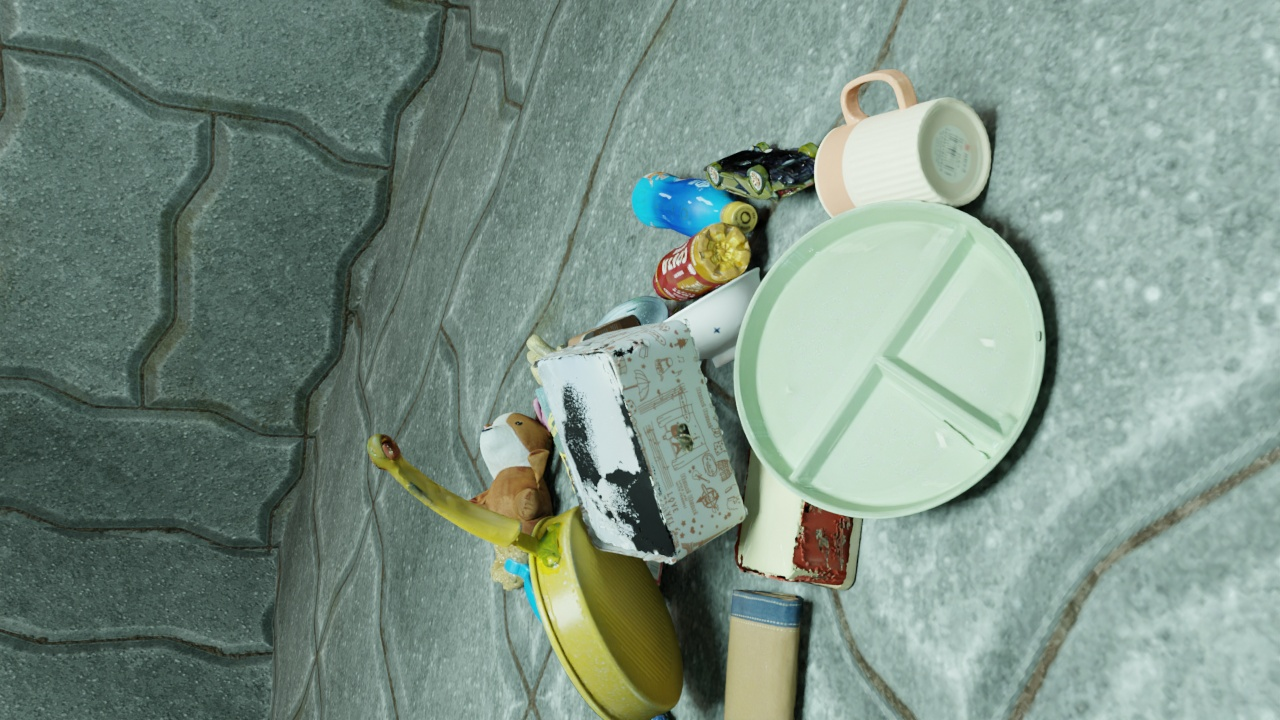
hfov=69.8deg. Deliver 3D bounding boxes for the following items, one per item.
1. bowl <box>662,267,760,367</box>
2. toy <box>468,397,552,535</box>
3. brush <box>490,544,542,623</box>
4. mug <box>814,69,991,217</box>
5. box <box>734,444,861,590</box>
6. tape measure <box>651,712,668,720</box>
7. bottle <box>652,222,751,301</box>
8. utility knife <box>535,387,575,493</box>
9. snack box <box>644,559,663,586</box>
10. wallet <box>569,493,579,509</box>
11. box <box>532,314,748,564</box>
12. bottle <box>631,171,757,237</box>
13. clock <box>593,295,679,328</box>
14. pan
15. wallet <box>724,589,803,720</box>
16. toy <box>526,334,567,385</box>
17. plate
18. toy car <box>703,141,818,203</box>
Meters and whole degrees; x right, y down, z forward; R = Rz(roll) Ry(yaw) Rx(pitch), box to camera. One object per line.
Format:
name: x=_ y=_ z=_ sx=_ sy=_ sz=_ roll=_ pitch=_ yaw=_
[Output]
bowl: x=0.077 y=-0.032 z=0.880 sx=0.064 sy=0.118 sz=0.119 roll=60 pitch=145 yaw=0
toy: x=-0.177 y=0.145 z=1.251 sx=0.140 sy=0.130 sz=0.199 roll=-19 pitch=44 yaw=21
brush: x=-0.151 y=0.287 z=1.198 sx=0.255 sy=0.046 sz=0.083 roll=21 pitch=93 yaw=69
mug: x=0.193 y=-0.163 z=0.695 sx=0.106 sy=0.081 sz=0.114 roll=0 pitch=112 yaw=61
box: x=0.125 y=0.091 z=0.732 sx=0.091 sy=0.076 sz=0.168 roll=-9 pitch=71 yaw=62
tape measure: x=0.009 y=0.356 z=0.888 sx=0.058 sy=0.025 sz=0.054 roll=-159 pitch=82 yaw=-67
bottle: x=0.056 y=-0.096 z=0.957 sx=0.175 sy=0.057 sz=0.057 roll=160 pitch=121 yaw=-73
utility knife: x=-0.102 y=0.107 z=1.205 sx=0.031 sy=0.021 sz=0.204 roll=-52 pitch=41 yaw=27
snack box: x=-0.021 y=0.251 z=0.968 sx=0.153 sy=0.025 sz=0.075 roll=-59 pitch=9 yaw=30
wallet: x=-0.076 y=0.222 z=1.097 sx=0.106 sy=0.037 sz=0.130 roll=-100 pitch=30 yaw=-68
box: x=-0.007 y=0.059 z=0.798 sx=0.270 sy=0.134 sz=0.179 roll=-136 pitch=28 yaw=-82
bottle: x=0.059 y=-0.165 z=0.994 sx=0.219 sy=0.065 sz=0.065 roll=33 pitch=107 yaw=62
clock: x=-0.006 y=0.006 z=0.993 sx=0.117 sy=0.060 sz=0.158 roll=-19 pitch=40 yaw=30
pan: x=-0.083 y=0.171 z=0.768 sx=0.078 sy=0.357 sz=0.197 roll=-30 pitch=28 yaw=12
wallet: x=0.101 y=0.249 z=0.755 sx=0.090 sy=0.033 sz=0.115 roll=-18 pitch=63 yaw=63
toy: x=-0.120 y=0.009 z=1.275 sx=0.157 sy=0.066 sz=0.105 roll=3 pitch=113 yaw=67
plate: x=0.171 y=-0.002 z=0.656 sx=0.231 sy=0.027 sz=0.230 roll=-12 pitch=70 yaw=35
toy car: x=0.118 y=-0.183 z=0.892 sx=0.158 sy=0.070 sz=0.042 roll=36 pitch=148 yaw=62
